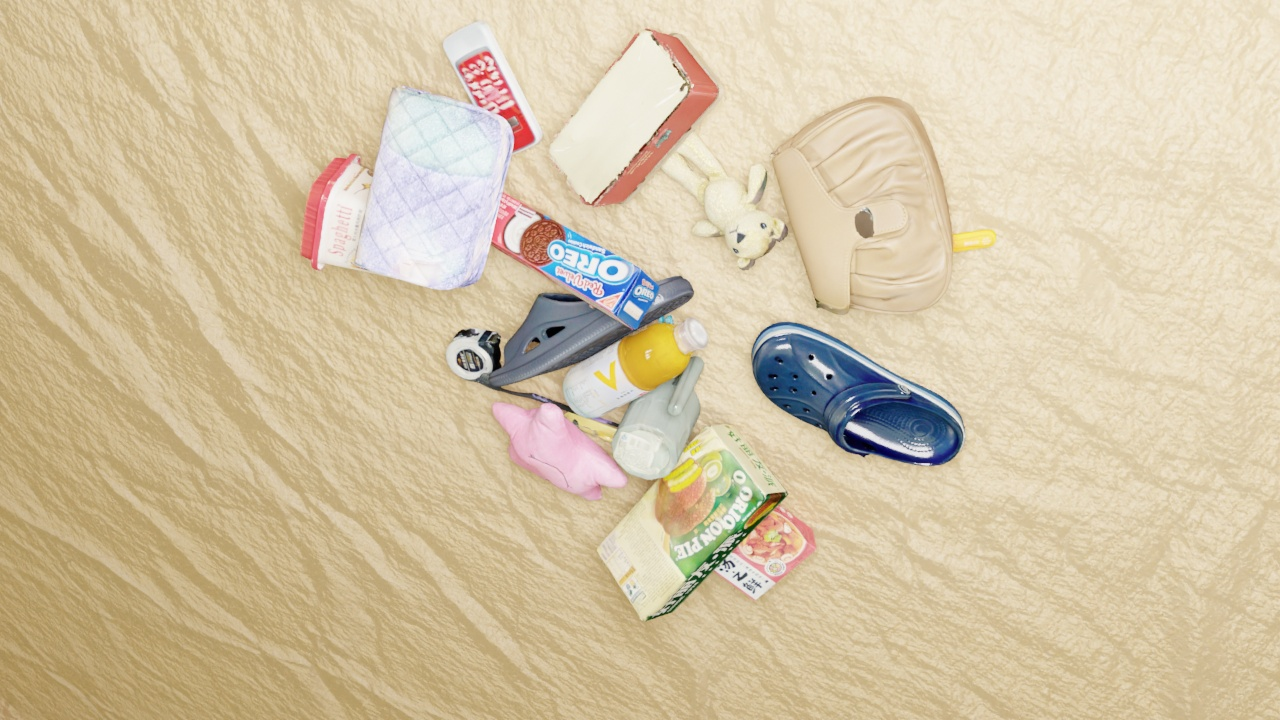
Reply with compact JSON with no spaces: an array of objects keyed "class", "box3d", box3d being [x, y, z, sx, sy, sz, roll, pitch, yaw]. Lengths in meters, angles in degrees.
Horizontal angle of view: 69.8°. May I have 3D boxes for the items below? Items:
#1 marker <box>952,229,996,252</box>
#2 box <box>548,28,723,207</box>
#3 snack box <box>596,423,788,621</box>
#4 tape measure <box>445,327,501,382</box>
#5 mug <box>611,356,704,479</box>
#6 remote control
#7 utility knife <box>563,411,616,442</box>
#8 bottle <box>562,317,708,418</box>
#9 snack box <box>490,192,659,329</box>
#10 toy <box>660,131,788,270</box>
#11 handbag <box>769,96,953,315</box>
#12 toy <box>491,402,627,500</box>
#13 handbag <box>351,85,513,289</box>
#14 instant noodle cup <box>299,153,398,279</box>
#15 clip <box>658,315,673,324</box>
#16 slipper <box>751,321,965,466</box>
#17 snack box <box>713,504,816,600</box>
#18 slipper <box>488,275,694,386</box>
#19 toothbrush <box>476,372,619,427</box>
[{"class":"marker","box3d":[0.288,-0.113,0.914,0.124,0.015,0.018,-6,112,25]},{"class":"box","box3d":[-0.013,-0.233,0.888,0.169,0.079,0.091,-43,75,33]},{"class":"snack box","box3d":[0.057,0.196,1.106,0.241,0.063,0.114,-52,60,24]},{"class":"tape measure","box3d":[-0.207,-0.008,1.142,0.066,0.033,0.066,12,123,8]},{"class":"mug","box3d":[0.027,0.064,1.063,0.083,0.103,0.124,32,127,-2]},{"class":"remote control","box3d":[-0.154,-0.282,0.959,0.056,0.020,0.136,-15,115,27]},{"class":"utility knife","box3d":[-0.029,0.098,1.160,0.152,0.018,0.031,24,131,10]},{"class":"bottle","box3d":[-0.006,0.006,1.045,0.190,0.067,0.068,-28,108,35]},{"class":"snack box","box3d":[-0.078,-0.107,0.966,0.207,0.058,0.057,32,88,27]},{"class":"toy","box3d":[0.077,-0.166,0.924,0.157,0.066,0.105,49,118,5]},{"class":"handbag","box3d":[0.213,-0.139,0.870,0.148,0.099,0.204,-13,107,26]},{"class":"toy","box3d":[-0.107,0.119,1.160,0.179,0.074,0.194,-6,135,48]},{"class":"handbag","box3d":[-0.214,-0.174,0.952,0.134,0.075,0.194,17,97,5]},{"class":"instant noodle cup","box3d":[-0.305,-0.155,1.044,0.124,0.116,0.117,19,126,-8]},{"class":"clip","box3d":[0.031,-0.028,1.059,0.038,0.013,0.056,6,125,16]},{"class":"slipper","box3d":[0.229,0.053,0.994,0.253,0.095,0.105,25,123,-2]},{"class":"snack box","box3d":[0.133,0.222,1.142,0.127,0.044,0.113,37,114,-13]},{"class":"slipper","box3d":[-0.066,-0.049,1.038,0.269,0.110,0.083,-26,85,26]},{"class":"toothbrush","box3d":[-0.112,0.050,1.139,0.189,0.014,0.017,19,111,-7]}]
